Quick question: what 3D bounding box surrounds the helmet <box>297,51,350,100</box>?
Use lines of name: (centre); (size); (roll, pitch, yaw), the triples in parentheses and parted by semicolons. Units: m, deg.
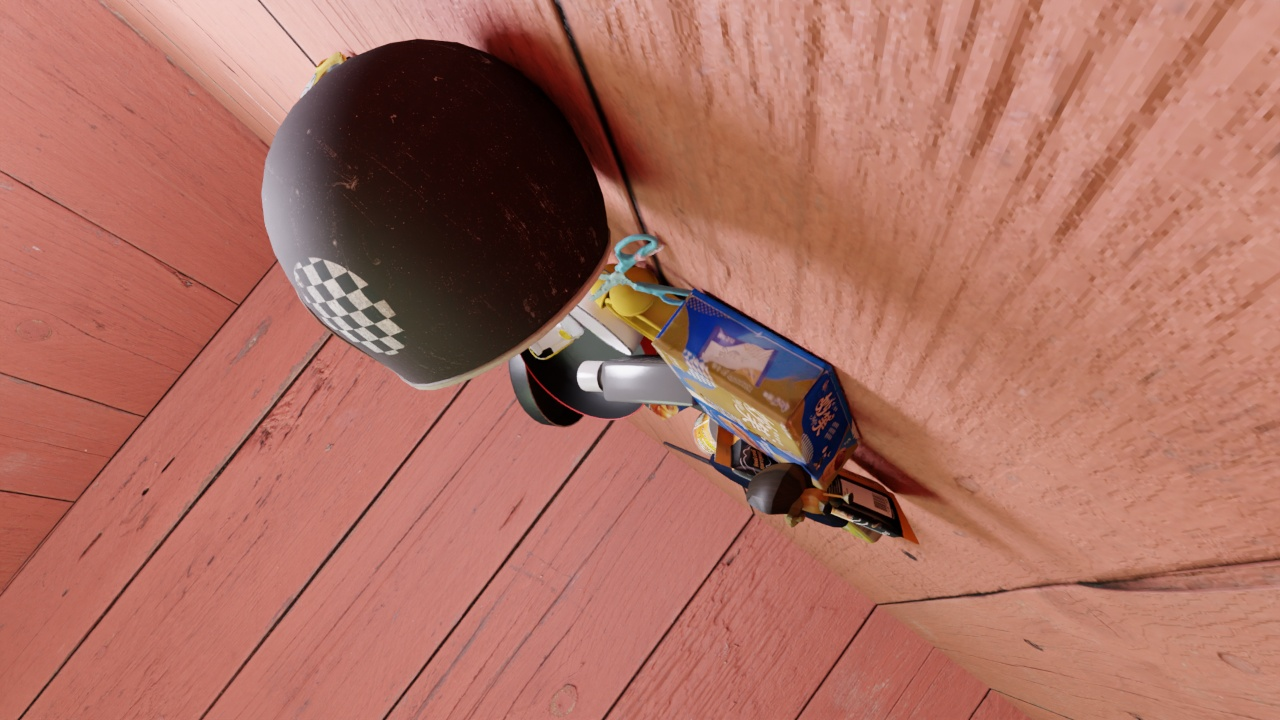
helmet: (-0.293, -0.217, 1.011); (0.209, 0.139, 0.240); (42, 172, -35)

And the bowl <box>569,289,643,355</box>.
bowl: (-0.037, -0.063, 1.045); (0.113, 0.063, 0.113); (37, 174, 5)

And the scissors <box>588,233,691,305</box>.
scissors: (0.000, -0.076, 0.835); (0.135, 0.015, 0.135); (19, 158, -23)

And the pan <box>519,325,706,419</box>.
pan: (-0.007, 0.007, 1.158); (0.356, 0.067, 0.209); (19, 133, 23)

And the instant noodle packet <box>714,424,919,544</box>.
instant noodle packet: (0.185, 0.128, 0.998); (0.221, 0.032, 0.159); (22, -168, 2)

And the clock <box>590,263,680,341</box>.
clock: (0.010, -0.053, 0.942); (0.152, 0.052, 0.113); (35, 175, -24)

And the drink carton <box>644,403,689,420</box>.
drink carton: (0.043, 0.040, 1.291); (0.064, 0.040, 0.130); (38, 157, -7)

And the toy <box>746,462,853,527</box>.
toy: (0.147, 0.124, 0.836); (0.100, 0.076, 0.062); (3, 106, 41)

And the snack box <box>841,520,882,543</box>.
snack box: (0.260, 0.193, 1.320); (0.181, 0.045, 0.121); (39, 174, -9)

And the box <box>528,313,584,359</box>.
box: (-0.157, -0.098, 1.106); (0.209, 0.080, 0.079); (57, -160, 2)

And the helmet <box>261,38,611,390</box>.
helmet: (-0.135, -0.102, 0.663); (0.234, 0.232, 0.253); (4, 138, 52)

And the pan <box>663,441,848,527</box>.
pan: (0.137, 0.163, 1.288); (0.198, 0.021, 0.357); (32, 171, -35)

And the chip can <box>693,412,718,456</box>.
chip can: (0.118, 0.091, 1.238); (0.075, 0.075, 0.215); (37, 173, 3)

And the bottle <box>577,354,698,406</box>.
bottle: (0.006, 0.020, 1.038); (0.174, 0.046, 0.083); (1, -172, 34)

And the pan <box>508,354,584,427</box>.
pan: (-0.151, -0.060, 1.307); (0.044, 0.203, 0.356); (-2, 131, 27)

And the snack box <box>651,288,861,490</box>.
snack box: (0.117, 0.034, 0.878); (0.155, 0.069, 0.203); (32, 172, 29)
